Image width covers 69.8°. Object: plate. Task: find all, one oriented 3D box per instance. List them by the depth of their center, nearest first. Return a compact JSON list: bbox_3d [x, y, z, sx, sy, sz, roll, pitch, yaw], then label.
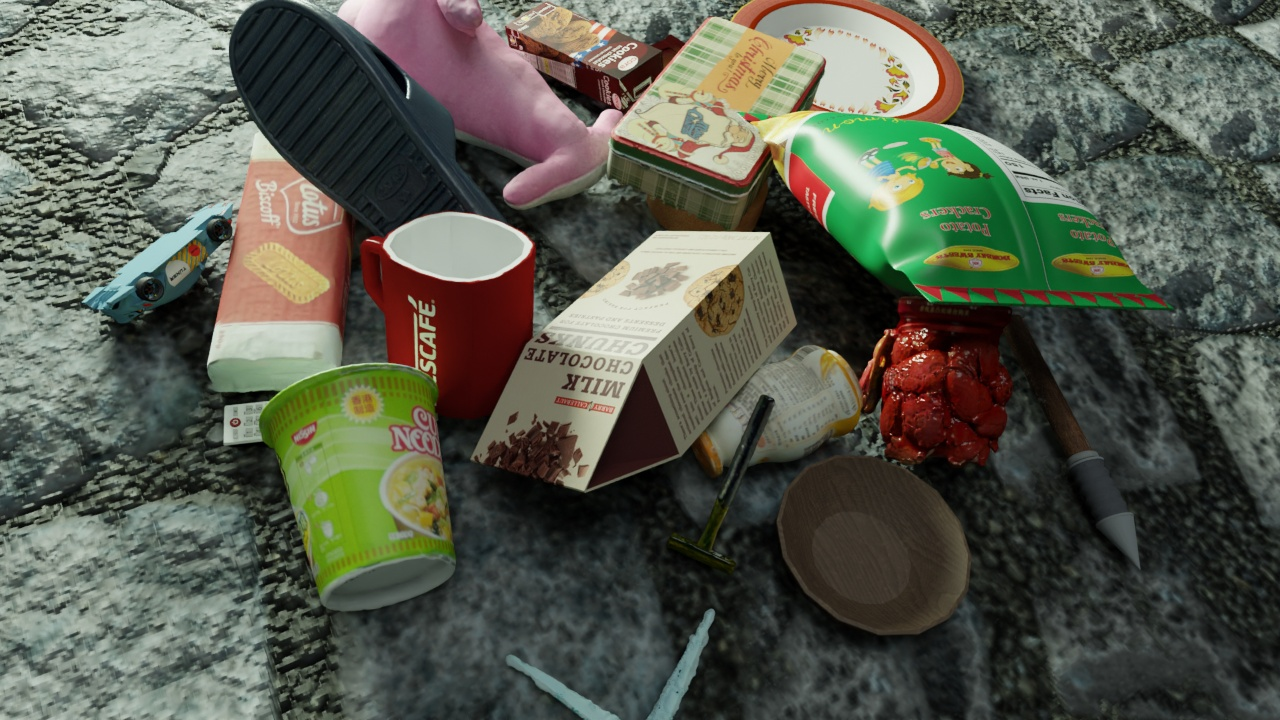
[{"bbox_3d":[0.193,-0.281,0.875,0.229,0.021,0.229,5,52,-7],"label":"plate"}]

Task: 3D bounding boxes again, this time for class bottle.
[{"bbox_3d":[0.084,0.035,0.583,0.108,0.063,0.063,-25,60,-11],"label":"bottle"},{"bbox_3d":[0.191,0.015,0.600,0.099,0.099,0.111,4,93,-7],"label":"bottle"}]

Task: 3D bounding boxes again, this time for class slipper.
[{"bbox_3d":[-0.161,-0.141,0.625,0.263,0.101,0.082,48,32,-3],"label":"slipper"}]

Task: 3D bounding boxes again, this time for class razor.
[{"bbox_3d":[0.055,0.070,0.543,0.042,0.026,0.106,23,86,10],"label":"razor"}]

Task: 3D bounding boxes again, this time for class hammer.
[{"bbox_3d":[0.282,-0.002,0.666,0.156,0.043,0.321,-4,56,-14],"label":"hammer"}]

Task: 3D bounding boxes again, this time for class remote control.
[{"bbox_3d":[-0.189,0.035,0.564,0.124,0.012,0.028,-6,54,-15],"label":"remote control"}]

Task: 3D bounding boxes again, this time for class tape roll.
[{"bbox_3d":[0.053,-0.136,0.732,0.094,0.027,0.093,5,52,-7],"label":"tape roll"}]

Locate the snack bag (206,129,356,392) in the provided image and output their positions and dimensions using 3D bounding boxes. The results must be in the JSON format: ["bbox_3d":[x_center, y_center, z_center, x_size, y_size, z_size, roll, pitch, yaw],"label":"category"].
[{"bbox_3d":[-0.235,-0.076,0.625,0.077,0.041,0.224,-1,54,-9],"label":"snack bag"}]

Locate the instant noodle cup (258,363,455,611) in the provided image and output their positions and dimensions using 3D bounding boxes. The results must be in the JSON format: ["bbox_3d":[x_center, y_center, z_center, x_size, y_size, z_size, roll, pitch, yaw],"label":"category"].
[{"bbox_3d":[-0.146,0.071,0.497,0.098,0.099,0.108,-12,63,-19],"label":"instant noodle cup"}]

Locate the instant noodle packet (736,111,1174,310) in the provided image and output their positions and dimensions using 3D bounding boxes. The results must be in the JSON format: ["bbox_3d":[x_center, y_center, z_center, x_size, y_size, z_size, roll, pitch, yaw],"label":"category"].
[{"bbox_3d":[0.202,-0.107,0.624,0.195,0.090,0.252,0,37,-25],"label":"instant noodle packet"}]

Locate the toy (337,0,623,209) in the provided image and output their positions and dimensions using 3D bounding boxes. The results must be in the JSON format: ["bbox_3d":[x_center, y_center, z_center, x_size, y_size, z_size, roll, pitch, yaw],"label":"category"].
[{"bbox_3d":[-0.132,-0.229,0.710,0.265,0.128,0.186,36,50,10],"label":"toy"}]

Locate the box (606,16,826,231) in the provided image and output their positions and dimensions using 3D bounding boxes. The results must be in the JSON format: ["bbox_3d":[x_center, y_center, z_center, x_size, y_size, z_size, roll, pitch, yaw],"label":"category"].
[{"bbox_3d":[0.064,-0.196,0.731,0.118,0.050,0.204,27,52,10],"label":"box"}]

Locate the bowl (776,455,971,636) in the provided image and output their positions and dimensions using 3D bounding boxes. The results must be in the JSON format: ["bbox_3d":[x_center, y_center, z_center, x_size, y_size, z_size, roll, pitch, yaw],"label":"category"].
[{"bbox_3d":[0.135,0.114,0.550,0.118,0.030,0.117,5,52,-7],"label":"bowl"}]

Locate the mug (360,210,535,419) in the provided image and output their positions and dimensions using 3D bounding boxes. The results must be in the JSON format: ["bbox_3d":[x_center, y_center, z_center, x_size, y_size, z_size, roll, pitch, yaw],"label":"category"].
[{"bbox_3d":[-0.124,-0.034,0.566,0.116,0.097,0.080,23,38,21],"label":"mug"}]

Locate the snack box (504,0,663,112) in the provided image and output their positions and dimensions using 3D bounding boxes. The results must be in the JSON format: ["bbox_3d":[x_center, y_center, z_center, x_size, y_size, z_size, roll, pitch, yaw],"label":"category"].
[{"bbox_3d":[-0.049,-0.263,0.789,0.141,0.032,0.050,34,61,30],"label":"snack box"}]

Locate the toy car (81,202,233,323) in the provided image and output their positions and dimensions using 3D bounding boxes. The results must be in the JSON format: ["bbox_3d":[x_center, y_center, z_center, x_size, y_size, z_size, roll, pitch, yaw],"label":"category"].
[{"bbox_3d":[-0.305,-0.061,0.601,0.060,0.027,0.107,2,44,37],"label":"toy car"}]

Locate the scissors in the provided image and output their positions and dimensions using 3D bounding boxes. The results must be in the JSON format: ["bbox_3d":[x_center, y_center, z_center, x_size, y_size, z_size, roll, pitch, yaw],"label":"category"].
[{"bbox_3d":[0.002,0.199,0.472,0.172,0.021,0.171,27,55,16],"label":"scissors"}]

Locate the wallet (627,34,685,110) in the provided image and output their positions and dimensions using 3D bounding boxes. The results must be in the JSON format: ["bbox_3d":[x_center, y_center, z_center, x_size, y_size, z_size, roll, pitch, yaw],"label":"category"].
[{"bbox_3d":[0.026,-0.255,0.828,0.091,0.018,0.115,38,53,19],"label":"wallet"}]

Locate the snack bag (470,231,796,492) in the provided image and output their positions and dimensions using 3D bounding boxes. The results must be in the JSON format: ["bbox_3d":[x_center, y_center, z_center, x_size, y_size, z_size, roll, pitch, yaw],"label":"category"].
[{"bbox_3d":[-0.003,0.003,0.560,0.094,0.070,0.205,8,41,42],"label":"snack bag"}]
